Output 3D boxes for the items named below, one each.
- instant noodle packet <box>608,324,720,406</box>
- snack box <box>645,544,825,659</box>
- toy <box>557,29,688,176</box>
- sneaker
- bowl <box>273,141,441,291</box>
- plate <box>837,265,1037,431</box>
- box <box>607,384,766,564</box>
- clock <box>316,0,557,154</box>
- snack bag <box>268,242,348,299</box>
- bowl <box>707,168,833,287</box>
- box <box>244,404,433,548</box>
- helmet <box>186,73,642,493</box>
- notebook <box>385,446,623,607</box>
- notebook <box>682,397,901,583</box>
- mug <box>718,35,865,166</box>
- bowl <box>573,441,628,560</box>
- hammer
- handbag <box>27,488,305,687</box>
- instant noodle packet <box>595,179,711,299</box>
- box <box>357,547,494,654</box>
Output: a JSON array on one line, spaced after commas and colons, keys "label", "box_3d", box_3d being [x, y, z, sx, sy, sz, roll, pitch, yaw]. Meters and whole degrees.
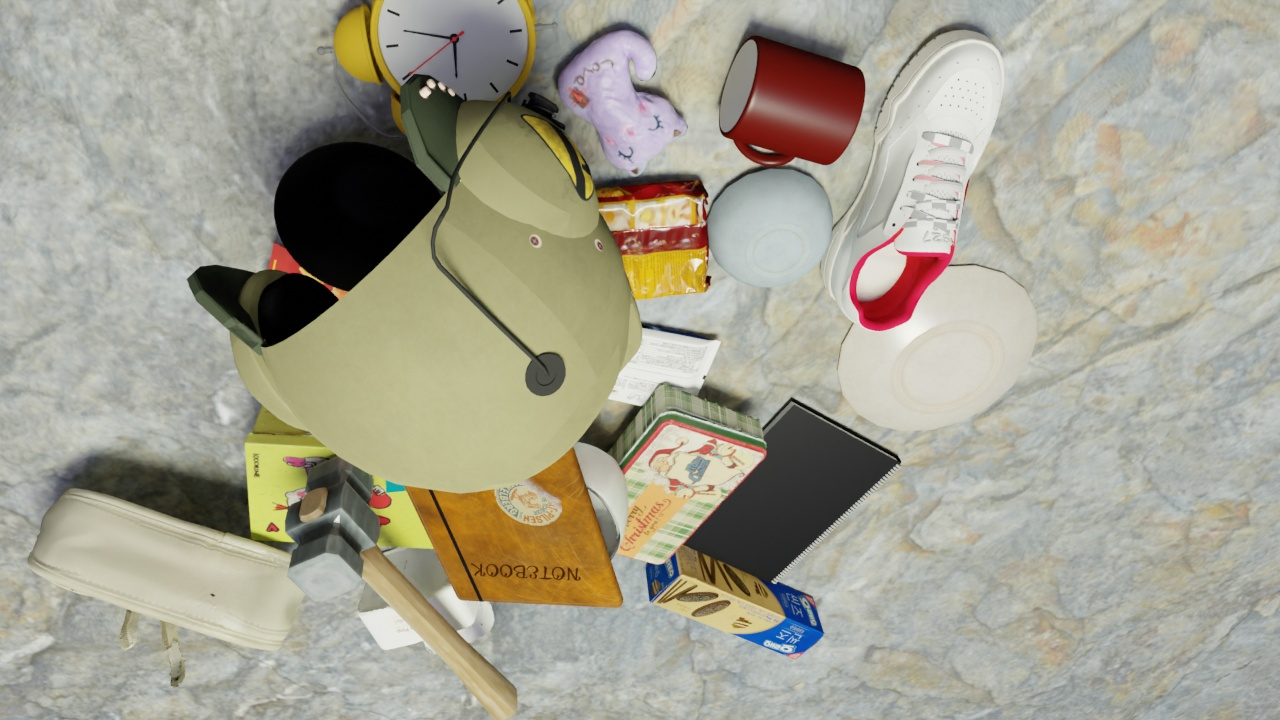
[{"label": "instant noodle packet", "box_3d": [-0.005, 0.005, 0.823, 0.134, 0.026, 0.087, 12, 124, -15]}, {"label": "snack box", "box_3d": [0.106, 0.263, 1.005, 0.206, 0.056, 0.057, 27, 118, -23]}, {"label": "toy", "box_3d": [-0.009, -0.190, 0.676, 0.080, 0.036, 0.099, -37, 120, 18]}, {"label": "sneaker", "box_3d": [0.220, -0.124, 0.708, 0.090, 0.104, 0.237, 13, 123, -16]}, {"label": "bowl", "box_3d": [-0.207, -0.117, 0.695, 0.124, 0.052, 0.124, -3, 126, -4]}, {"label": "plate", "box_3d": [0.280, 0.000, 0.852, 0.188, 0.027, 0.189, -3, 126, -4]}, {"label": "box", "box_3d": [0.021, 0.116, 0.877, 0.117, 0.050, 0.206, 23, 130, -20]}, {"label": "clock", "box_3d": [-0.140, -0.217, 0.633, 0.152, 0.052, 0.113, -34, 123, 12]}, {"label": "snack bag", "box_3d": [-0.243, -0.024, 0.767, 0.144, 0.039, 0.131, 16, 122, -17]}, {"label": "bowl", "box_3d": [0.108, -0.100, 0.748, 0.106, 0.039, 0.106, -3, 130, -4]}, {"label": "box", "box_3d": [-0.234, 0.103, 0.835, 0.221, 0.082, 0.125, 8, 124, -11]}, {"label": "helmet", "box_3d": [-0.116, -0.039, 0.575, 0.251, 0.255, 0.233, -35, 117, 18]}, {"label": "notebook", "box_3d": [-0.126, 0.118, 0.775, 0.179, 0.014, 0.249, -2, 125, 18]}, {"label": "notebook", "box_3d": [0.147, 0.142, 0.948, 0.149, 0.016, 0.207, 28, 118, -23]}, {"label": "mug", "box_3d": [0.103, -0.182, 0.682, 0.082, 0.073, 0.106, 12, 153, -15]}, {"label": "bowl", "box_3d": [-0.061, 0.124, 0.820, 0.116, 0.065, 0.116, 11, 125, 15]}, {"label": "hammer", "box_3d": [-0.195, 0.225, 0.811, 0.051, 0.117, 0.323, -23, 126, 7]}, {"label": "handbag", "box_3d": [-0.436, 0.208, 0.832, 0.229, 0.131, 0.184, 30, 157, -24]}, {"label": "instant noodle packet", "box_3d": [-0.010, -0.095, 0.743, 0.135, 0.039, 0.099, -6, 125, -3]}, {"label": "box", "box_3d": [-0.205, 0.257, 0.933, 0.110, 0.102, 0.130, -15, 116, 5]}]
